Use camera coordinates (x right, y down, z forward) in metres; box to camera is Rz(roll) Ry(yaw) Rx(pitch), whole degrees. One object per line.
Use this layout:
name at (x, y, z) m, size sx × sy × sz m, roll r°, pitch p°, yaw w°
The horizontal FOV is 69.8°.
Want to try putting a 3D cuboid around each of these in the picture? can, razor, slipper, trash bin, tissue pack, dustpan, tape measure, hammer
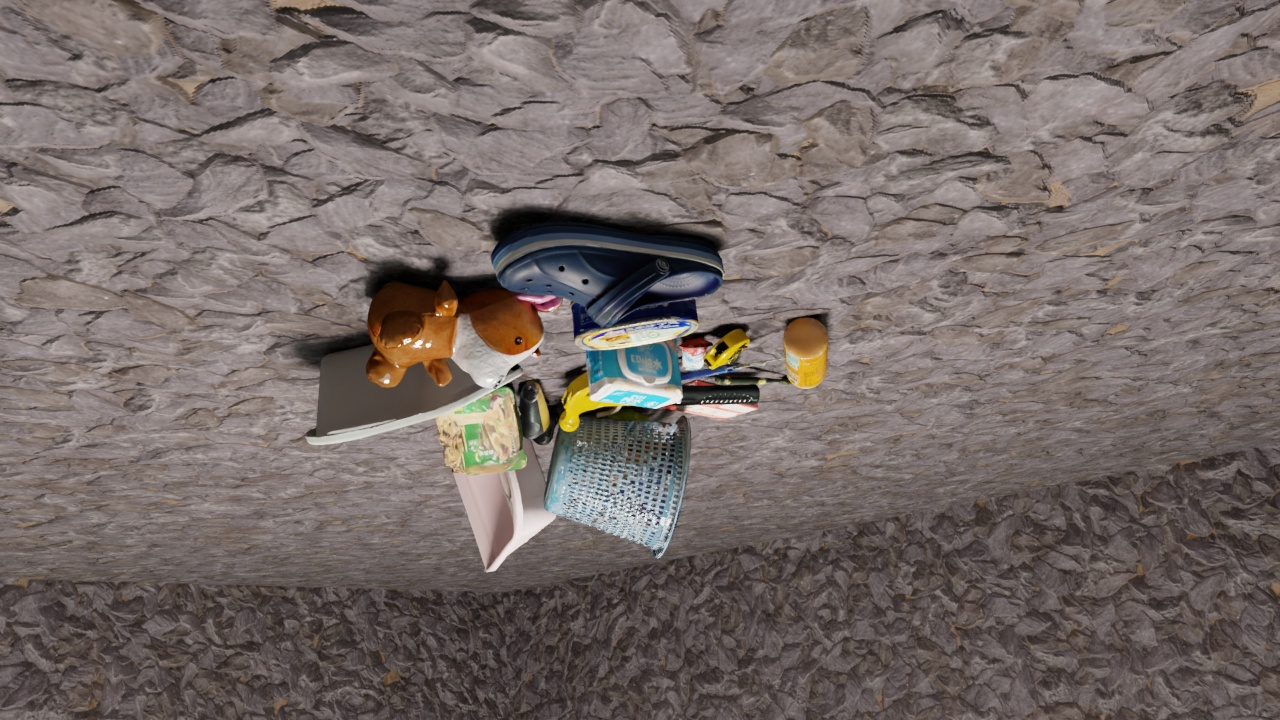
can at (-0.007, -0.051, 1.064) m, size 0.148 × 0.049 × 0.074 m, roll -9°, pitch 160°, yaw 9°
razor at (-0.156, 0.074, 1.383) m, size 0.067 × 0.062 × 0.168 m, roll -33°, pitch 160°, yaw -16°
slipper at (-0.029, -0.076, 0.927) m, size 0.252 × 0.095 × 0.105 m, roll 0°, pitch 157°, yaw -27°
trash bin at (-0.043, 0.177, 1.430) m, size 0.195 × 0.226 × 0.227 m, roll 13°, pitch 158°, yaw -7°
tissue pack at (-0.007, 0.007, 1.167) m, size 0.139 × 0.090 × 0.063 m, roll 9°, pitch 156°, yaw -36°
dustpan at (-0.257, 0.213, 1.501) m, size 0.274 × 0.222 × 0.138 m, roll -35°, pitch 161°, yaw 31°
tape measure at (0.118, -0.015, 1.204) m, size 0.059 × 0.029 × 0.057 m, roll -25°, pitch 161°, yaw -45°
can at (0.225, -0.007, 1.246) m, size 0.058 × 0.058 × 0.146 m, roll -9°, pitch 161°, yaw 7°
dustpan at (-0.294, 0.061, 1.159) m, size 0.223 × 0.142 × 0.258 m, roll -11°, pitch 159°, yaw 14°
hammer at (0.034, 0.051, 1.338) m, size 0.300 × 0.032 × 0.129 m, roll 0°, pitch 141°, yaw -20°

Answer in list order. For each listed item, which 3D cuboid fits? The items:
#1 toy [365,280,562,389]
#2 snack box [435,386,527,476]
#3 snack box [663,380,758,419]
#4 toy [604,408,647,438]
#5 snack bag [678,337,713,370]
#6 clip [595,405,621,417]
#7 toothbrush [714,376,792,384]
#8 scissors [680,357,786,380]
toy at (-0.189, -0.027, 0.988) m, size 0.199 × 0.130 × 0.140 m, roll -7°, pitch 157°, yaw -29°
snack box at (-0.216, 0.090, 1.300) m, size 0.117 × 0.118 × 0.105 m, roll -7°, pitch -170°, yaw 5°
snack box at (0.112, 0.065, 1.464) m, size 0.152 × 0.025 × 0.075 m, roll 14°, pitch 153°, yaw -43°
toy at (-0.035, 0.106, 1.528) m, size 0.100 × 0.031 × 0.096 m, roll -22°, pitch 152°, yaw 29°
snack bag at (0.073, -0.007, 1.247) m, size 0.048 × 0.026 × 0.104 m, roll -1°, pitch 160°, yaw -2°
clip at (-0.040, 0.052, 1.369) m, size 0.103 × 0.035 × 0.094 m, roll -25°, pitch 155°, yaw 32°
toothbrush at (0.171, 0.030, 1.369) m, size 0.017 × 0.012 × 0.185 m, roll -9°, pitch 172°, yaw 44°
scissors at (0.132, 0.009, 1.270) m, size 0.166 × 0.012 × 0.155 m, roll -11°, pitch 179°, yaw 20°
